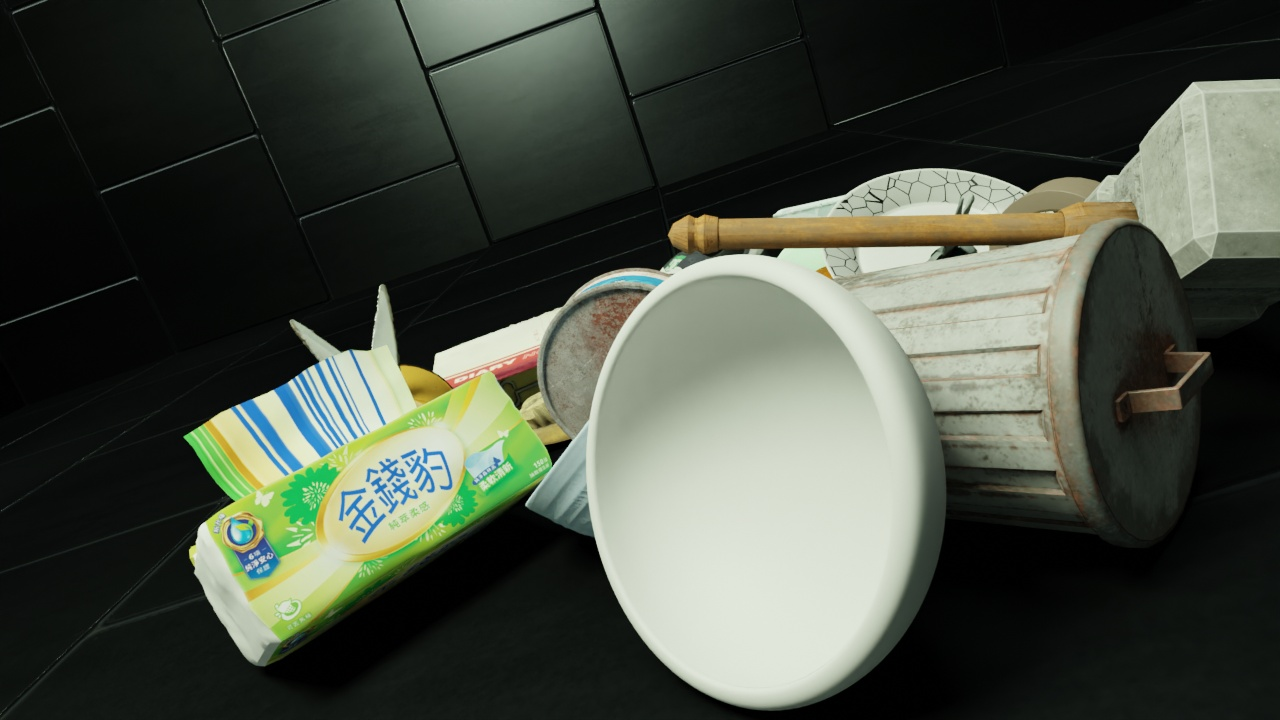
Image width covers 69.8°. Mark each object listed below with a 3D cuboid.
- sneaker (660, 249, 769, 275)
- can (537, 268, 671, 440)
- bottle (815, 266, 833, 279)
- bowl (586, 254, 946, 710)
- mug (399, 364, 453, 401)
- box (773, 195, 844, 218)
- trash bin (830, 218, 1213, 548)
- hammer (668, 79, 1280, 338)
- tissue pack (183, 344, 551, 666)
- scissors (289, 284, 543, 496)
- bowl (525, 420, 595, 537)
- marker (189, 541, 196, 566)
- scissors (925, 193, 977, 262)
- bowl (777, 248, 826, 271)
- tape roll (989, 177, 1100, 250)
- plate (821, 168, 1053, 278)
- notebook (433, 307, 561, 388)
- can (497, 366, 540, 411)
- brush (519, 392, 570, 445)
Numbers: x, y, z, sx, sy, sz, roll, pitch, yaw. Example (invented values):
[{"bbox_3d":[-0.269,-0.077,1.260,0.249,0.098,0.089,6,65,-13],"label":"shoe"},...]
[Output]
[{"bbox_3d":[0.032,-0.067,0.949,0.235,0.079,0.084,-24,16,-15],"label":"sneaker"},{"bbox_3d":[-0.004,0.004,0.640,0.130,0.130,0.044,-16,15,14],"label":"can"},{"bbox_3d":[0.137,-0.021,0.692,0.059,0.059,0.166,-12,20,26],"label":"bottle"},{"bbox_3d":[0.055,0.047,0.380,0.066,0.176,0.177,1,-1,-40],"label":"bowl"},{"bbox_3d":[-0.197,0.073,0.729,0.124,0.100,0.094,-60,16,7],"label":"mug"},{"bbox_3d":[0.262,-0.146,0.902,0.188,0.037,0.209,-5,1,-34],"label":"box"},{"bbox_3d":[0.142,0.013,0.428,0.130,0.131,0.212,-32,18,-39],"label":"trash bin"},{"bbox_3d":[0.174,-0.069,0.485,0.318,0.082,0.163,0,-12,7],"label":"hammer"},{"bbox_3d":[-0.177,0.068,0.556,0.197,0.141,0.121,-29,-9,-42],"label":"tissue pack"},{"bbox_3d":[-0.166,0.047,0.661,0.216,0.225,0.016,1,-22,-8],"label":"scissors"},{"bbox_3d":[0.009,0.048,0.530,0.150,0.075,0.150,-51,-2,-3],"label":"bowl"},{"bbox_3d":[-0.307,0.139,0.757,0.124,0.021,0.017,-20,-30,-6],"label":"marker"},{"bbox_3d":[0.191,-0.042,0.600,0.126,0.144,0.019,11,31,-50],"label":"scissors"},{"bbox_3d":[0.180,-0.084,0.831,0.151,0.077,0.150,-19,14,5],"label":"bowl"},{"bbox_3d":[0.288,-0.074,0.622,0.030,0.094,0.094,-30,18,-36],"label":"tape roll"},{"bbox_3d":[0.237,-0.085,0.719,0.188,0.016,0.188,-3,49,4],"label":"plate"},{"bbox_3d":[-0.094,-0.020,0.854,0.208,0.012,0.153,-20,17,-4],"label":"notebook"},{"bbox_3d":[-0.113,0.015,0.887,0.116,0.056,0.092,-24,17,-17],"label":"can"},{"bbox_3d":[-0.013,0.019,0.766,0.195,0.043,0.059,-24,16,-19],"label":"brush"}]
